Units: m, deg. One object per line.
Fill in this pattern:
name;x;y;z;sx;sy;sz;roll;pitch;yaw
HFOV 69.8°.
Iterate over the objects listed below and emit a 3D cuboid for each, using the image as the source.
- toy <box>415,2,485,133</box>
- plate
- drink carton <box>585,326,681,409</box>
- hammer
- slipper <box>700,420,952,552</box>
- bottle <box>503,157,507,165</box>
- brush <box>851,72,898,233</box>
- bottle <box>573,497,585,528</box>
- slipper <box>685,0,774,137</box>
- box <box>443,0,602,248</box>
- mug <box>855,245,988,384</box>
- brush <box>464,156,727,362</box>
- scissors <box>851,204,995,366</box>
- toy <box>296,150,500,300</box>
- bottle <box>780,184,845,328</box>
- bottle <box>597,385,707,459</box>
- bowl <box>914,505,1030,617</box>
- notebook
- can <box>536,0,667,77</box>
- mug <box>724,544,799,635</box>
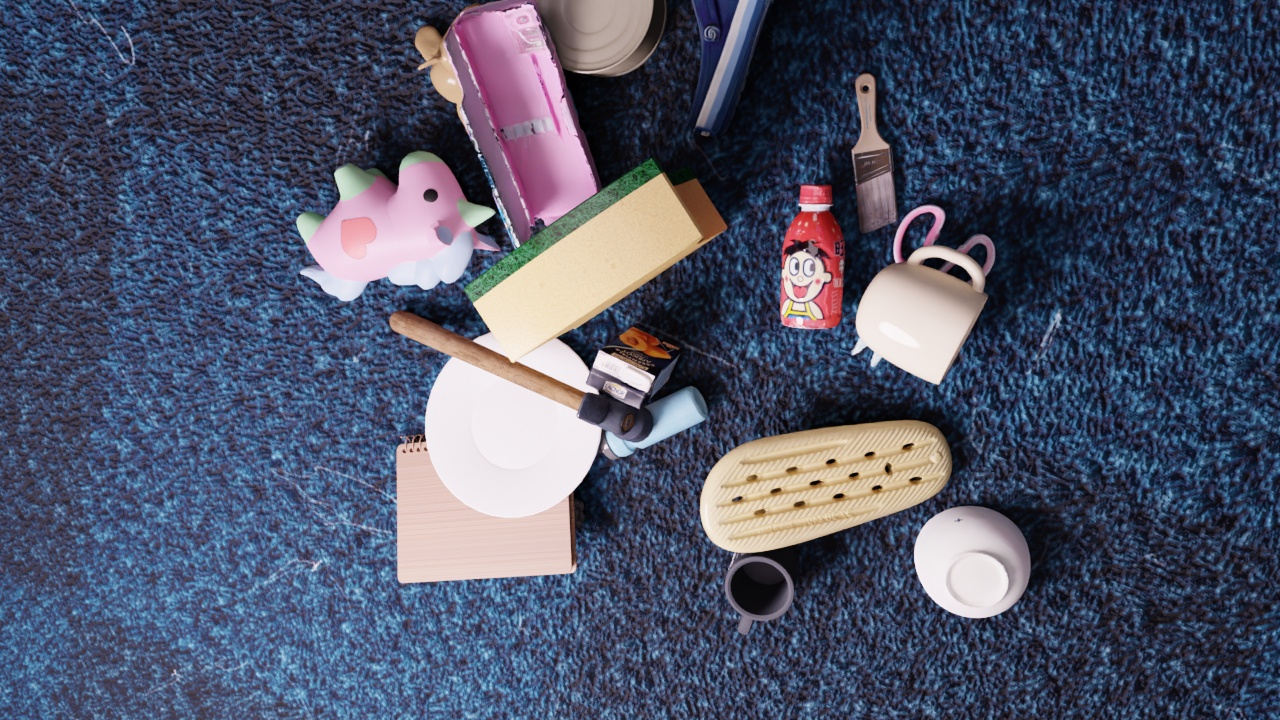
toy;-0.175;-0.303;0.925;0.105;0.108;0.134;-31;93;-9
plate;-0.140;0.068;1.017;0.209;0.015;0.208;-2;82;15
drink carton;-0.005;0.005;0.932;0.064;0.129;0.040;24;107;8
hammer;-0.145;0.007;0.972;0.322;0.129;0.040;22;88;27
slipper;0.184;0.117;0.941;0.261;0.079;0.111;-12;97;-2
bottle;-0.123;-0.250;0.944;0.041;0.041;0.116;40;126;3
brush;0.224;-0.201;0.890;0.039;0.012;0.151;-6;99;16
bottle;-0.119;0.177;1.048;0.110;0.036;0.036;-7;100;16
slipper;0.079;-0.337;0.847;0.095;0.105;0.253;16;108;3
box;-0.105;-0.212;0.870;0.086;0.105;0.231;-12;130;9
mug;0.260;-0.052;0.856;0.100;0.096;0.120;29;115;18
brush;-0.030;-0.098;0.852;0.195;0.249;0.075;-32;93;14
scissors;0.280;-0.058;0.907;0.105;0.016;0.179;24;106;8
toy;-0.269;-0.130;0.986;0.222;0.120;0.171;-43;80;18
bottle;0.169;-0.103;0.900;0.062;0.061;0.137;2;103;14
bottle;0.008;0.071;0.990;0.130;0.040;0.040;-26;95;18
bowl;0.336;0.210;0.926;0.113;0.063;0.113;3;103;14
notebook;-0.177;0.159;1.036;0.211;0.022;0.169;-7;78;16
can;-0.041;-0.343;0.894;0.128;0.073;0.128;3;103;14
mug;0.126;0.241;0.978;0.071;0.077;0.105;19;106;9
